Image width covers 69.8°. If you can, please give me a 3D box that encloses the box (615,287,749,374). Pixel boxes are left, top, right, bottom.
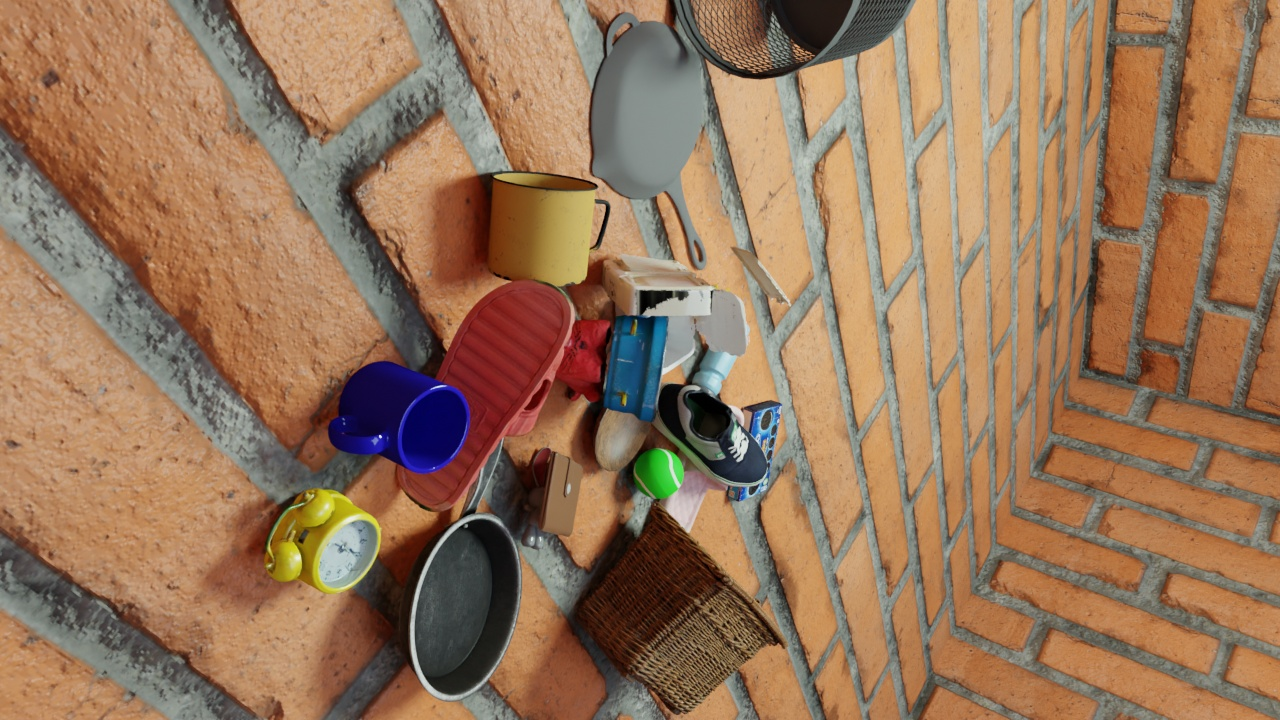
[{"bbox_3d":[0.057,-0.036,1.093,0.120,0.137,0.109,-31,131,-42],"label":"box"}]

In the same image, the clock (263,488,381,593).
[{"bbox_3d":[-0.277,0.154,0.787,0.083,0.057,0.118,-64,151,-11],"label":"clock"}]

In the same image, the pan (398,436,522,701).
[{"bbox_3d":[-0.173,0.166,0.940,0.187,0.055,0.357,5,88,-64],"label":"pan"}]

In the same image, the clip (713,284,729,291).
[{"bbox_3d":[0.100,-0.072,1.237,0.049,0.044,0.054,-16,129,-1],"label":"clip"}]

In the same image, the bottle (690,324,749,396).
[{"bbox_3d":[0.106,0.003,1.257,0.130,0.040,0.040,-62,144,-14],"label":"bottle"}]

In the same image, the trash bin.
[{"bbox_3d":[0.186,-0.435,1.027,0.226,0.218,0.218,-28,126,-50],"label":"trash bin"}]

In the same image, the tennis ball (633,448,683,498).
[{"bbox_3d":[0.023,0.146,1.187,0.065,0.065,0.065,-27,125,-45],"label":"tennis ball"}]

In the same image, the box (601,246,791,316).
[{"bbox_3d":[0.058,-0.099,0.997,0.186,0.143,0.070,-2,109,-15],"label":"box"}]

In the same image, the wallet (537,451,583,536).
[{"bbox_3d":[-0.088,0.153,1.036,0.121,0.013,0.087,54,44,-73],"label":"wallet"}]

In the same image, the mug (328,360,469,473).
[{"bbox_3d":[-0.219,0.053,0.800,0.111,0.084,0.079,-21,121,-48],"label":"mug"}]

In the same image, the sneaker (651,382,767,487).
[{"bbox_3d":[0.110,0.104,1.215,0.235,0.079,0.084,38,62,-36],"label":"sneaker"}]

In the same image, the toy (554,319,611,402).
[{"bbox_3d":[-0.081,-0.002,1.000,0.133,0.094,0.088,97,1,-65],"label":"toy"}]

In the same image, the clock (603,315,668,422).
[{"bbox_3d":[-0.006,0.006,1.001,0.161,0.060,0.116,154,-57,-86],"label":"clock"}]

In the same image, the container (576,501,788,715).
[{"bbox_3d":[0.049,0.344,1.212,0.183,0.162,0.250,-44,137,-7],"label":"container"}]

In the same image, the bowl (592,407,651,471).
[{"bbox_3d":[-0.028,0.078,1.121,0.114,0.026,0.102,-59,144,-17],"label":"bowl"}]

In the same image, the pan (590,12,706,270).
[{"bbox_3d":[0.035,-0.235,1.068,0.216,0.024,0.355,-52,141,-26],"label":"pan"}]

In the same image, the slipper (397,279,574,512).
[{"bbox_3d":[-0.142,0.031,0.865,0.249,0.103,0.059,-55,165,13],"label":"slipper"}]

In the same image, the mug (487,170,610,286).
[{"bbox_3d":[-0.085,-0.126,0.881,0.123,0.100,0.094,-5,112,-32],"label":"mug"}]

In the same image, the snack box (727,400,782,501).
[{"bbox_3d":[0.178,0.140,1.428,0.082,0.027,0.150,-13,115,-50],"label":"snack box"}]

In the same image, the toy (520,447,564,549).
[{"bbox_3d":[-0.112,0.156,1.035,0.049,0.030,0.111,35,61,-54],"label":"toy"}]

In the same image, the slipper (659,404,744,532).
[{"bbox_3d":[0.085,0.161,1.288,0.221,0.056,0.107,-61,142,-12],"label":"slipper"}]
